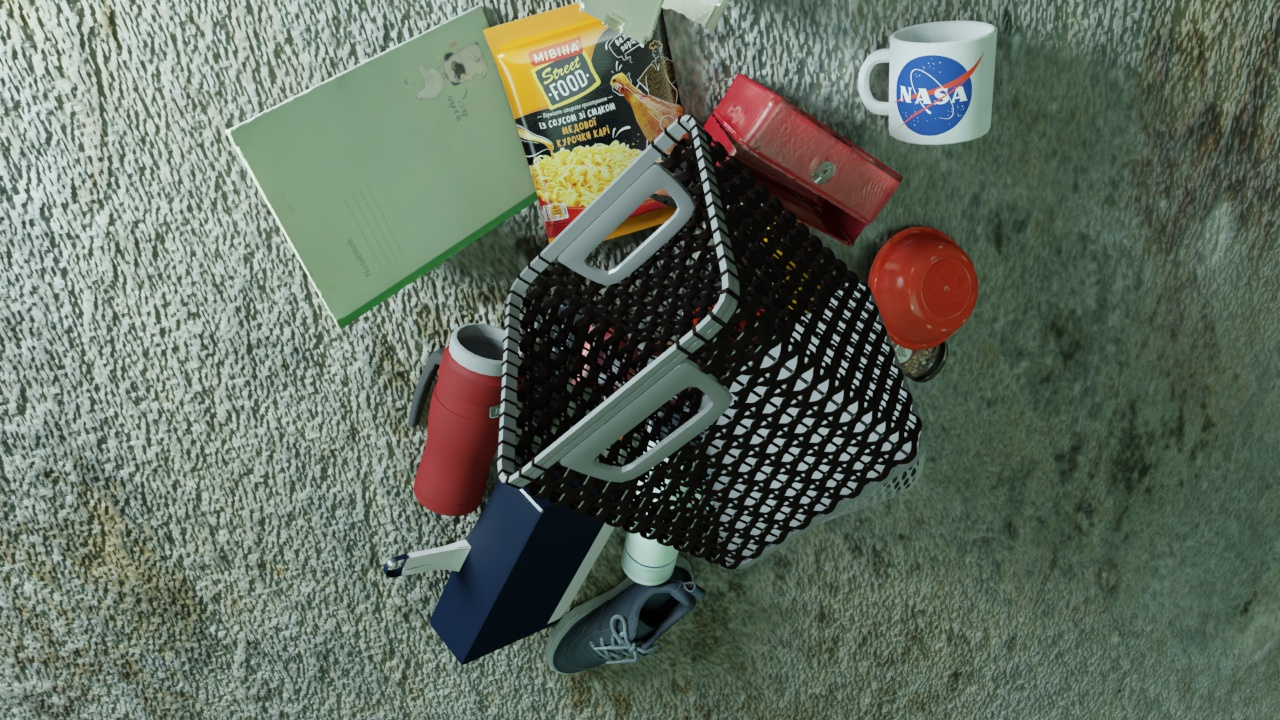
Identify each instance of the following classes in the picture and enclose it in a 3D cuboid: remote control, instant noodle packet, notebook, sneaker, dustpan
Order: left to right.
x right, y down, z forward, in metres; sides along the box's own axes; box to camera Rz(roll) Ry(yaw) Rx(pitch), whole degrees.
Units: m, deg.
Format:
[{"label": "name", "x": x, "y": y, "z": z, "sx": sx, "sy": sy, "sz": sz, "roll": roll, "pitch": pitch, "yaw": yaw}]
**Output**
[{"label": "notebook", "x": -0.198, "y": -0.169, "z": 0.789, "sx": 0.251, "sy": 0.010, "sz": 0.182, "roll": -40, "pitch": 125, "yaw": -29}, {"label": "dustpan", "x": -0.158, "y": 0.226, "z": 1.039, "sx": 0.272, "sy": 0.080, "sz": 0.237, "roll": -6, "pitch": 131, "yaw": -53}, {"label": "remote control", "x": -0.089, "y": 0.003, "z": 0.972, "sx": 0.022, "sy": 0.047, "sz": 0.150, "roll": -10, "pitch": 129, "yaw": -46}, {"label": "instant noodle packet", "x": -0.036, "y": -0.218, "z": 0.856, "sx": 0.160, "sy": 0.032, "sz": 0.221, "roll": -17, "pitch": 120, "yaw": -3}, {"label": "sneaker", "x": -0.020, "y": 0.332, "z": 1.136, "sx": 0.236, "sy": 0.087, "sz": 0.089, "roll": -41, "pitch": 117, "yaw": 14}]

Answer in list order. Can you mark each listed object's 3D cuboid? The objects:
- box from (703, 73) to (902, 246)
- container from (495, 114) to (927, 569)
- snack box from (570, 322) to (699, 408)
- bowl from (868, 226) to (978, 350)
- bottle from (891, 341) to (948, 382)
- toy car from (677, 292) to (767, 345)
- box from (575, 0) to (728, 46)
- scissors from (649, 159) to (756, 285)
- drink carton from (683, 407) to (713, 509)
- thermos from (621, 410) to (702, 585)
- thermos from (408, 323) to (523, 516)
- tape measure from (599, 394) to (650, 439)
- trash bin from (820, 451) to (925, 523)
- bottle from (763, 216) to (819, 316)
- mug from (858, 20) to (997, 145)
[{"label": "box", "x": 0.143, "y": -0.187, "z": 0.849, "sx": 0.157, "sy": 0.128, "sz": 0.087, "roll": 22, "pitch": 110, "yaw": -21}, {"label": "container", "x": 0.055, "y": 0.002, "z": 0.770, "sx": 0.243, "sy": 0.245, "sz": 0.248, "roll": 31, "pitch": 124, "yaw": -31}, {"label": "snack box", "x": -0.006, "y": 0.006, "z": 0.965, "sx": 0.121, "sy": 0.072, "sz": 0.072, "roll": 12, "pitch": 116, "yaw": -16}, {"label": "bowl", "x": 0.302, "y": -0.075, "z": 0.948, "sx": 0.130, "sy": 0.045, "sz": 0.130, "roll": -2, "pitch": 95, "yaw": -21}, {"label": "bottle", "x": 0.277, "y": -0.022, "z": 0.999, "sx": 0.105, "sy": 0.056, "sz": 0.056, "roll": 28, "pitch": 112, "yaw": -21}, {"label": "toy car", "x": 0.091, "y": -0.040, "z": 0.966, "sx": 0.100, "sy": 0.048, "sz": 0.051, "roll": 0, "pitch": 119, "yaw": -9}, {"label": "box", "x": 0.022, "y": -0.322, "z": 0.705, "sx": 0.143, "sy": 0.187, "sz": 0.105, "roll": 15, "pitch": 131, "yaw": -22}, {"label": "scissors", "x": 0.081, "y": -0.139, "z": 0.916, "sx": 0.157, "sy": 0.012, "sz": 0.171, "roll": -13, "pitch": 130, "yaw": -13}, {"label": "drink carton", "x": 0.069, "y": 0.114, "z": 1.052, "sx": 0.038, "sy": 0.044, "sz": 0.129, "roll": -8, "pitch": 119, "yaw": -4}, {"label": "thermos", "x": 0.024, "y": 0.159, "z": 1.036, "sx": 0.068, "sy": 0.067, "sz": 0.231, "roll": 3, "pitch": 129, "yaw": -10}, {"label": "thermos", "x": -0.192, "y": 0.059, "z": 0.968, "sx": 0.108, "sy": 0.083, "sz": 0.199, "roll": 28, "pitch": 119, "yaw": 15}, {"label": "tape measure", "x": -0.015, "y": 0.056, "z": 1.008, "sx": 0.058, "sy": 0.038, "sz": 0.058, "roll": -11, "pitch": 85, "yaw": -11}, {"label": "trash bin", "x": 0.186, "y": 0.094, "z": 0.978, "sx": 0.183, "sy": 0.156, "sz": 0.157, "roll": -12, "pitch": 122, "yaw": -22}, {"label": "bottle", "x": 0.158, "y": -0.093, "z": 0.942, "sx": 0.043, "sy": 0.043, "sz": 0.144, "roll": -23, "pitch": 129, "yaw": 5}, {"label": "mug", "x": 0.264, "y": -0.259, "z": 0.853, "sx": 0.121, "sy": 0.090, "sz": 0.090, "roll": 9, "pitch": 124, "yaw": 27}]
